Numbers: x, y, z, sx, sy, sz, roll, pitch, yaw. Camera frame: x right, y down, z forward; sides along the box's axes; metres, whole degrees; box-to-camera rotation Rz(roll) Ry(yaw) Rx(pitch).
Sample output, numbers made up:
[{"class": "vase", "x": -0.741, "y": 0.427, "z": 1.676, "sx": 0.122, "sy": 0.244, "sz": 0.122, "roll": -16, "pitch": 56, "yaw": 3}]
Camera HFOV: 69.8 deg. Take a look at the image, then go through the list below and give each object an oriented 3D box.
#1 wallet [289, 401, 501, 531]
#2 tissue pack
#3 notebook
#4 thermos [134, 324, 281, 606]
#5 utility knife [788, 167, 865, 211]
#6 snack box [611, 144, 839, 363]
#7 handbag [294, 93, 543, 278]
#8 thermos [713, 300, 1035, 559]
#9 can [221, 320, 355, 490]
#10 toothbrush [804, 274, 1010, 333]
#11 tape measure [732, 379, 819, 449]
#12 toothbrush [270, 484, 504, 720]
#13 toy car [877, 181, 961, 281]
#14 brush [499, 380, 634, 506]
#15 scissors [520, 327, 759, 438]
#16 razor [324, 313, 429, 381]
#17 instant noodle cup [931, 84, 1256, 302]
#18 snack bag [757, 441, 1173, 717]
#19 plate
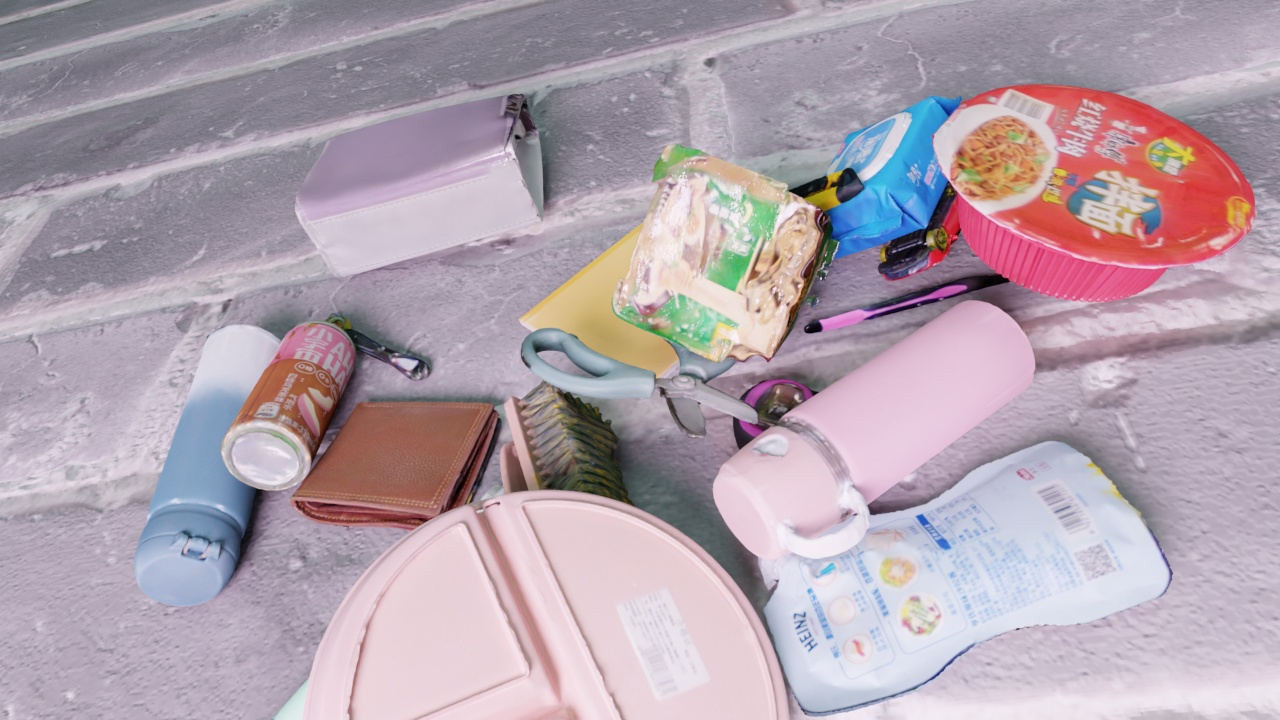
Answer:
[{"class": "wallet", "x": -0.166, "y": 0.069, "z": 0.633, "sx": 0.125, "sy": 0.032, "sz": 0.101, "roll": 1, "pitch": 44, "yaw": 19}, {"class": "tissue pack", "x": 0.179, "y": -0.138, "z": 0.680, "sx": 0.095, "sy": 0.052, "sz": 0.156, "roll": -19, "pitch": 31, "yaw": 50}, {"class": "notebook", "x": 0.024, "y": -0.065, "z": 0.714, "sx": 0.205, "sy": 0.010, "sz": 0.146, "roll": -41, "pitch": 47, "yaw": -22}, {"class": "thermos", "x": -0.304, "y": 0.068, "z": 0.657, "sx": 0.070, "sy": 0.070, "sz": 0.220, "roll": -14, "pitch": 44, "yaw": 5}, {"class": "utility knife", "x": 0.094, "y": -0.109, "z": 0.670, "sx": 0.155, "sy": 0.015, "sz": 0.033, "roll": -15, "pitch": 41, "yaw": 42}, {"class": "snack box", "x": 0.064, "y": -0.067, "z": 0.609, "sx": 0.117, "sy": 0.118, "sz": 0.105, "roll": 26, "pitch": 16, "yaw": 20}, {"class": "handbag", "x": -0.189, "y": -0.162, "z": 0.823, "sx": 0.197, "sy": 0.098, "sz": 0.144, "roll": -13, "pitch": 45, "yaw": 8}, {"class": "thermos", "x": 0.137, "y": 0.040, "z": 0.508, "sx": 0.198, "sy": 0.067, "sz": 0.087, "roll": -29, "pitch": 31, "yaw": -24}, {"class": "can", "x": -0.248, "y": 0.028, "z": 0.660, "sx": 0.058, "sy": 0.058, "sz": 0.147, "roll": -14, "pitch": 30, "yaw": 5}, {"class": "toothbrush", "x": 0.204, "y": -0.047, "z": 0.633, "sx": 0.189, "sy": 0.014, "sz": 0.017, "roll": -15, "pitch": 33, "yaw": 5}, {"class": "tape measure", "x": 0.086, "y": 0.038, "z": 0.567, "sx": 0.057, "sy": 0.039, "sz": 0.057, "roll": 15, "pitch": 53, "yaw": 31}, {"class": "toothbrush", "x": -0.152, "y": 0.156, "z": 0.541, "sx": 0.026, "sy": 0.027, "sz": 0.223, "roll": 37, "pitch": 61, "yaw": 6}, {"class": "toy car", "x": 0.207, "y": -0.093, "z": 0.658, "sx": 0.049, "sy": 0.031, "sz": 0.106, "roll": -20, "pitch": 28, "yaw": 52}, {"class": "brush", "x": -0.046, "y": 0.084, "z": 0.557, "sx": 0.073, "sy": 0.063, "sz": 0.145, "roll": -42, "pitch": 42, "yaw": 18}, {"class": "scissors", "x": -0.005, "y": 0.004, "z": 0.584, "sx": 0.178, "sy": 0.019, "sz": 0.172, "roll": 2, "pitch": 28, "yaw": -6}, {"class": "razor", "x": -0.221, "y": -0.011, "z": 0.738, "sx": 0.143, "sy": 0.022, "sz": 0.042, "roll": 19, "pitch": 57, "yaw": 33}, {"class": "instant noodle cup", "x": 0.284, "y": -0.105, "z": 0.603, "sx": 0.194, "sy": 0.066, "sz": 0.193, "roll": 1, "pitch": 49, "yaw": -2}, {"class": "snack bag", "x": 0.156, "y": 0.109, "z": 0.475, "sx": 0.191, "sy": 0.039, "sz": 0.110, "roll": -21, "pitch": 46, "yaw": 1}, {"class": "plate", "x": -0.034, "y": 0.156, "z": 0.420, "sx": 0.229, "sy": 0.028, "sz": 0.229, "roll": 10, "pitch": 49, "yaw": -12}]
